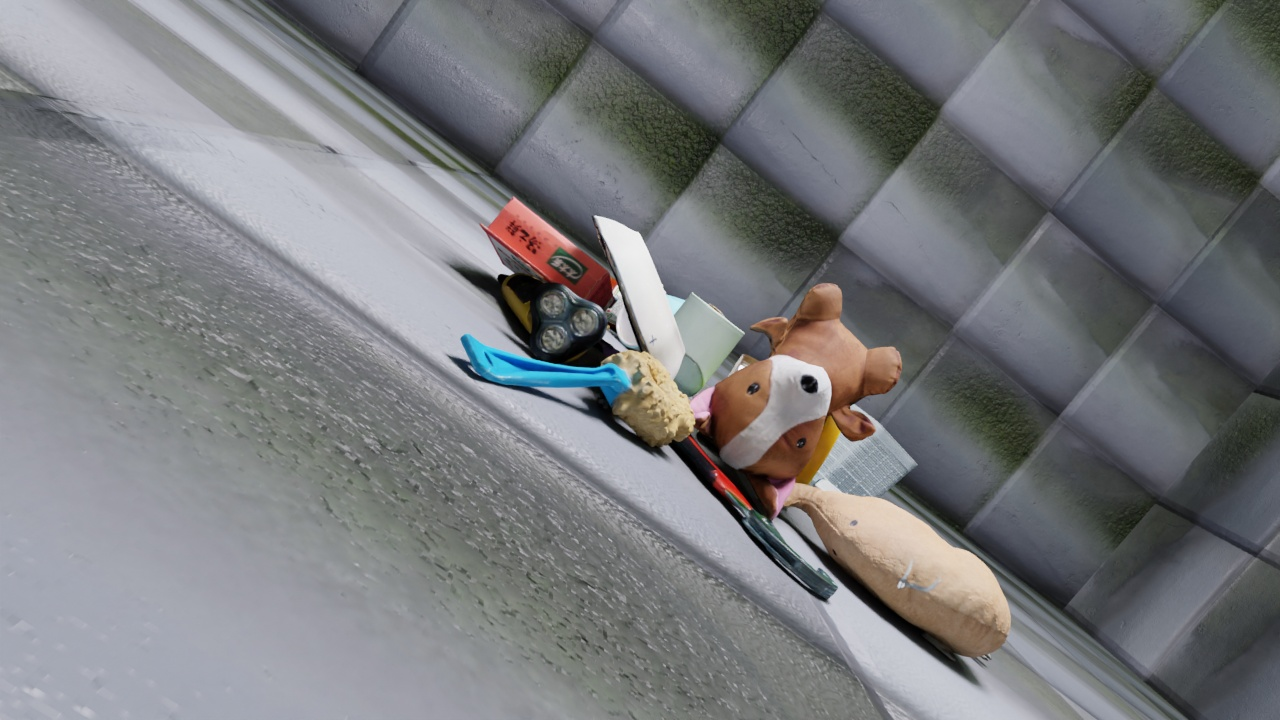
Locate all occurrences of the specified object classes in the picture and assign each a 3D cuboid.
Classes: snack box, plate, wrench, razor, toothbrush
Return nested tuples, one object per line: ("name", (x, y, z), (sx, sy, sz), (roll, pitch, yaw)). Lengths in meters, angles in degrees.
("snack box", (-0.081, -0.088, 0.837), (0.113, 0.044, 0.127), (39, -7, 6))
("plate", (0.003, -0.050, 0.841), (0.266, 0.034, 0.162), (78, -8, -88))
("wrench", (0.060, 0.090, 0.717), (0.056, 0.016, 0.273), (38, 5, -41))
("razor", (-0.081, -0.044, 0.746), (0.067, 0.062, 0.167), (65, -12, -25))
("toothbrush", (-0.066, -0.033, 0.859), (0.189, 0.014, 0.017), (34, -9, 24))
("toothbrush", (-0.019, 0.024, 0.766), (0.015, 0.018, 0.181), (42, 7, 0))

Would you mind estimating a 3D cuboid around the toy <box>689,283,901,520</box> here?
("toy", (0.135, 0.030, 0.792), (0.140, 0.199, 0.131), (48, -26, 8))

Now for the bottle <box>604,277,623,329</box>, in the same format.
("bottle", (-0.069, -0.098, 1.214), (0.206, 0.060, 0.060), (33, 8, -34))

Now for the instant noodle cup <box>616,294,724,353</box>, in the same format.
("instant noodle cup", (0.035, -0.040, 1.197), (0.120, 0.111, 0.111), (22, 15, -42))

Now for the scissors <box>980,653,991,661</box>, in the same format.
("scissors", (0.263, 0.221, 0.926), (0.205, 0.015, 0.198), (38, 5, -3))

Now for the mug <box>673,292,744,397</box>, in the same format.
("mug", (0.067, -0.014, 1.123), (0.082, 0.106, 0.111), (39, 6, 22))

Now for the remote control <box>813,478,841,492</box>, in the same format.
("remote control", (0.245, 0.184, 1.030), (0.125, 0.024, 0.049), (43, -11, 36))

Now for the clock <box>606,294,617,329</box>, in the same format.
("clock", (-0.078, -0.074, 0.976), (0.082, 0.055, 0.122), (43, 8, 35))

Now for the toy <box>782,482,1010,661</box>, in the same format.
("toy", (0.210, 0.165, 0.776), (0.226, 0.082, 0.143), (35, 1, -1))

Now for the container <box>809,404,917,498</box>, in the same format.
("container", (0.265, 0.129, 1.149), (0.090, 0.111, 0.090), (44, 3, -20))

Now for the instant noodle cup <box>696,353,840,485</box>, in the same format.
("instant noodle cup", (0.127, 0.061, 0.907), (0.114, 0.118, 0.118), (30, 6, 2))

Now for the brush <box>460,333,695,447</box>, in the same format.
("brush", (-0.036, 0.015, 0.617), (0.254, 0.046, 0.083), (16, 42, -59))
